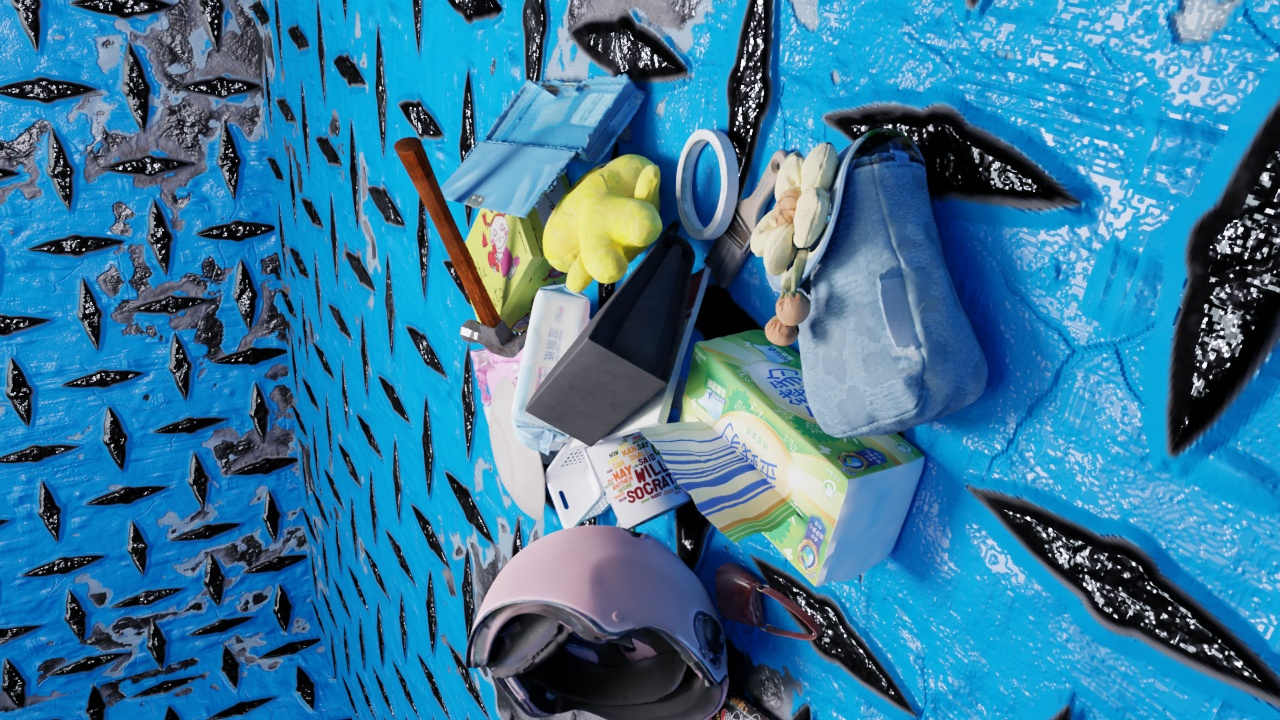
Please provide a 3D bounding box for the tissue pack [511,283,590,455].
[{"bbox_3d":[-0.093,0.006,0.994,0.112,0.070,0.181,114,166,-76],"label":"tissue pack"}]

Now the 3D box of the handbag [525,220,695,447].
[{"bbox_3d":[-0.008,-0.046,0.820,0.176,0.072,0.195,-43,20,59],"label":"handbag"}]

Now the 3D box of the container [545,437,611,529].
[{"bbox_3d":[-0.059,0.136,1.057,0.080,0.049,0.130,66,148,21],"label":"container"}]

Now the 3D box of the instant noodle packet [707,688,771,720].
[{"bbox_3d":[0.081,0.393,0.920,0.221,0.032,0.160,16,111,57],"label":"instant noodle packet"}]

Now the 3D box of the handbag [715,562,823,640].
[{"bbox_3d":[0.115,0.221,0.815,0.120,0.029,0.055,11,111,53],"label":"handbag"}]

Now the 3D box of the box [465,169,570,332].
[{"bbox_3d":[-0.145,-0.124,1.090,0.222,0.080,0.124,-40,66,56],"label":"box"}]

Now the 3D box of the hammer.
[{"bbox_3d":[-0.194,-0.111,0.994,0.111,0.028,0.301,20,147,30],"label":"hammer"}]

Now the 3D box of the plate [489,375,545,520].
[{"bbox_3d":[-0.165,0.115,1.173,0.189,0.027,0.188,167,90,-69],"label":"plate"}]

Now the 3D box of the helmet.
[{"bbox_3d":[-0.031,0.255,0.883,0.231,0.255,0.152,-34,31,35],"label":"helmet"}]

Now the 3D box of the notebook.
[{"bbox_3d":[-0.005,0.005,0.868,0.209,0.012,0.152,-25,44,63],"label":"notebook"}]

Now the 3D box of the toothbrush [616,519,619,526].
[{"bbox_3d":[-0.006,0.123,1.001,0.010,0.010,0.182,55,143,42],"label":"toothbrush"}]

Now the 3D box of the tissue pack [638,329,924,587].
[{"bbox_3d":[0.087,0.073,0.690,0.198,0.141,0.120,38,131,49],"label":"tissue pack"}]

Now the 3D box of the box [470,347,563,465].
[{"bbox_3d":[-0.159,0.056,1.220,0.231,0.035,0.159,-3,100,60],"label":"box"}]

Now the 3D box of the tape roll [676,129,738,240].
[{"bbox_3d":[0.056,-0.150,0.783,0.093,0.013,0.093,177,90,-67],"label":"tape roll"}]

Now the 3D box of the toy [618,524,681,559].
[{"bbox_3d":[-0.029,0.223,1.023,0.130,0.072,0.194,38,151,-7],"label":"toy"}]

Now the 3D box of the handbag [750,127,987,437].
[{"bbox_3d":[0.134,-0.046,0.594,0.122,0.118,0.191,-26,72,60],"label":"handbag"}]

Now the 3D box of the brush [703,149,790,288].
[{"bbox_3d":[0.088,-0.116,0.754,0.039,0.012,0.152,63,148,26],"label":"brush"}]

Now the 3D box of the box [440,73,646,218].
[{"bbox_3d":[-0.110,-0.215,0.935,0.174,0.033,0.232,-53,35,-8],"label":"box"}]

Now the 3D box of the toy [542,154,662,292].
[{"bbox_3d":[-0.027,-0.124,0.836,0.092,0.134,0.207,43,-172,-16],"label":"toy"}]

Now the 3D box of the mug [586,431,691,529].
[{"bbox_3d":[-0.008,0.120,0.930,0.089,0.073,0.105,64,148,12],"label":"mug"}]

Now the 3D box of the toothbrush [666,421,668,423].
[{"bbox_3d":[0.041,0.086,0.906,0.182,0.018,0.016,58,145,27],"label":"toothbrush"}]
